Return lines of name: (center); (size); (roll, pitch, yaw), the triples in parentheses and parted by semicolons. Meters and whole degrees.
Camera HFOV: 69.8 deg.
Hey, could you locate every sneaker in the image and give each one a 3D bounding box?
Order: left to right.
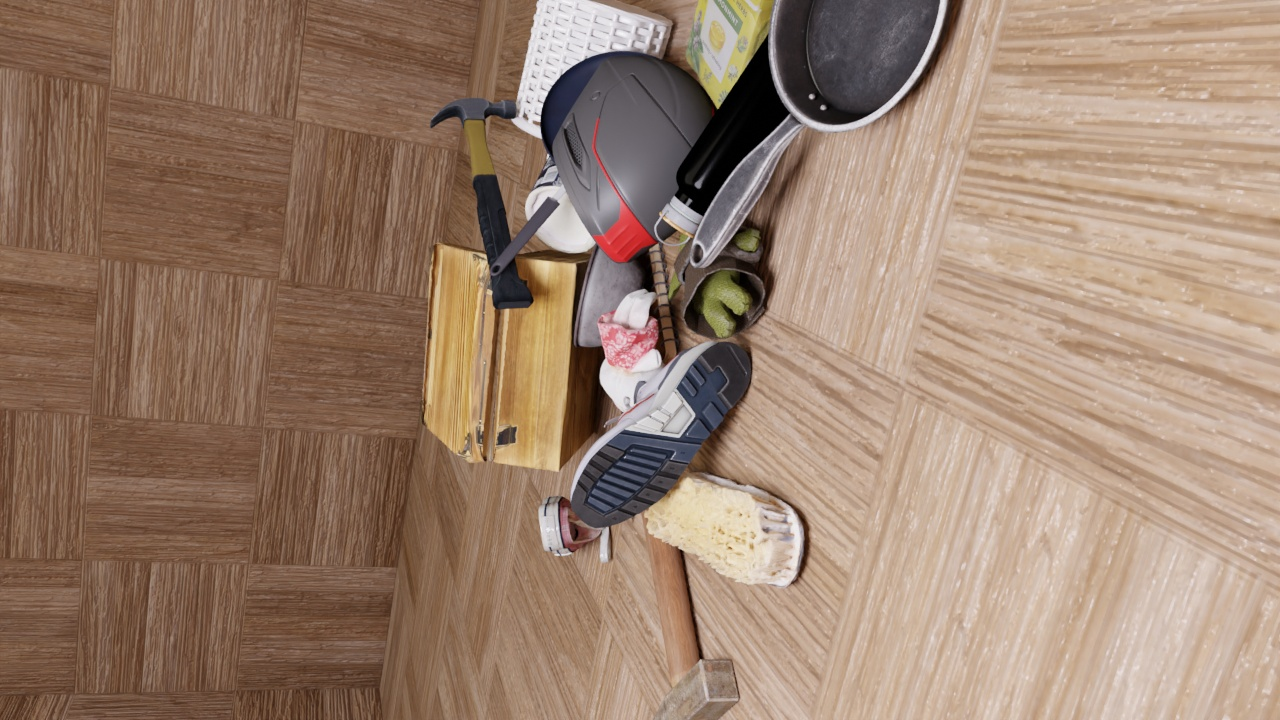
sneaker: (-0.089, 0.230, 1.298); (0.241, 0.088, 0.118); (92, 168, -81)
sneaker: (0.014, 0.071, 0.984); (0.239, 0.089, 0.124); (-45, 14, -2)

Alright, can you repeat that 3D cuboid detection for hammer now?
hammer: (-0.192, -0.207, 1.161); (0.025, 0.117, 0.332); (116, 144, -55)
hammer: (0.032, 0.264, 1.034); (0.158, 0.037, 0.300); (118, 150, -45)

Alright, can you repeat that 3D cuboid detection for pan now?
pan: (-0.072, -0.238, 1.127); (0.355, 0.199, 0.021); (-53, -14, -14)
pan: (0.140, -0.220, 0.794); (0.187, 0.055, 0.358); (58, 135, 35)

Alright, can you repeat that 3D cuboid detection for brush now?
brush: (0.077, 0.160, 0.919); (0.271, 0.056, 0.083); (-171, 91, -69)

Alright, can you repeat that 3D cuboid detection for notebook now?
notebook: (0.000, -0.058, 1.228); (0.168, 0.024, 0.225); (121, 148, -49)

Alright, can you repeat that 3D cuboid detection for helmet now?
helmet: (0.007, -0.239, 1.016); (0.170, 0.164, 0.264); (-30, 46, 15)

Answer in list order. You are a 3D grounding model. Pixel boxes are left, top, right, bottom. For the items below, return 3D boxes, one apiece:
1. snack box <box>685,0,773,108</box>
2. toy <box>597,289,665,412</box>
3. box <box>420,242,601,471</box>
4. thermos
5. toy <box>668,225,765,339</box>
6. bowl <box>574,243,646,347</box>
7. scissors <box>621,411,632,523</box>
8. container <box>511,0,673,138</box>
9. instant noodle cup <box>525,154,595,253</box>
snack box: (0.094, -0.344, 0.922); (0.181, 0.045, 0.121); (107, 145, -53)
toy: (-0.006, 0.006, 1.085); (0.159, 0.084, 0.194); (37, 141, 47)
box: (-0.200, -0.015, 1.264); (0.269, 0.264, 0.279); (-52, -31, -78)
thermos: (0.088, -0.208, 0.887); (0.232, 0.061, 0.061); (-55, 30, 16)
toy: (0.081, -0.093, 0.950); (0.152, 0.078, 0.180); (-95, 27, -45)
bowl: (-0.034, -0.080, 1.155); (0.145, 0.067, 0.145); (20, -97, -88)
scissors: (-0.005, 0.128, 1.185); (0.158, 0.012, 0.168); (-31, 68, 59)
container: (-0.068, -0.402, 1.276); (0.189, 0.189, 0.187); (-120, 43, -57)
instant noodle cup: (-0.083, -0.213, 1.204); (0.112, 0.137, 0.138); (-61, 3, -40)
